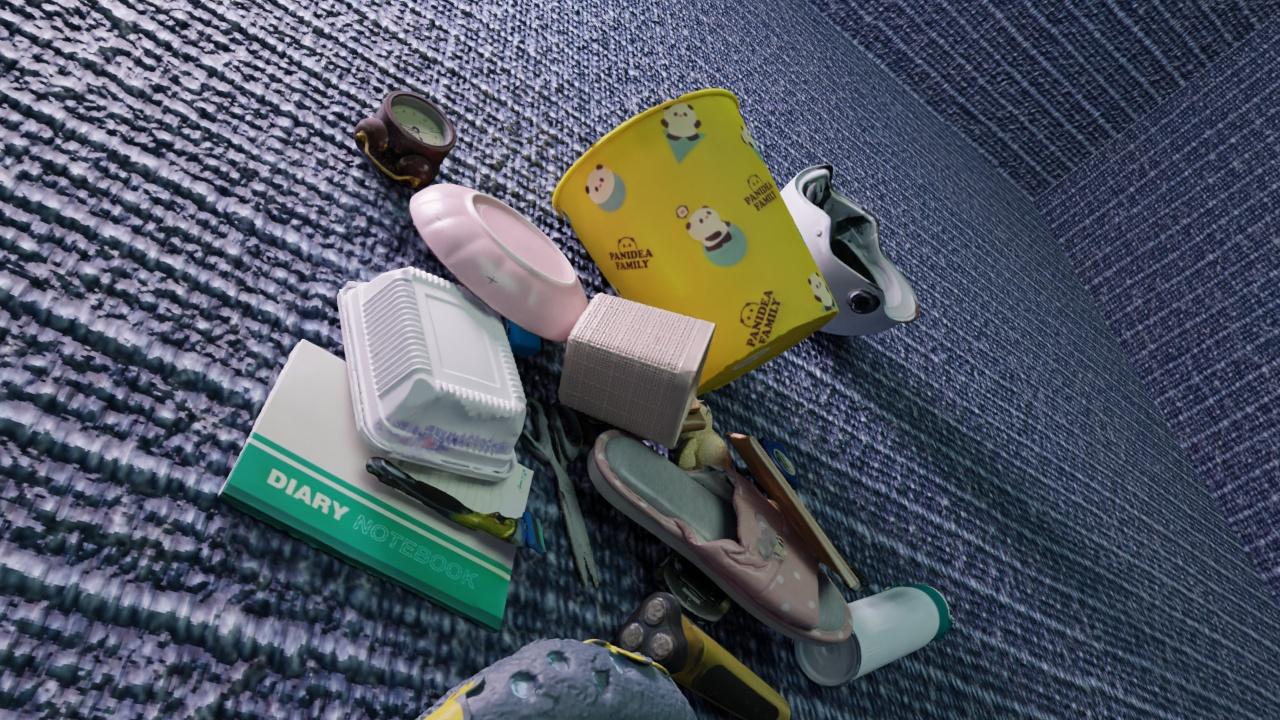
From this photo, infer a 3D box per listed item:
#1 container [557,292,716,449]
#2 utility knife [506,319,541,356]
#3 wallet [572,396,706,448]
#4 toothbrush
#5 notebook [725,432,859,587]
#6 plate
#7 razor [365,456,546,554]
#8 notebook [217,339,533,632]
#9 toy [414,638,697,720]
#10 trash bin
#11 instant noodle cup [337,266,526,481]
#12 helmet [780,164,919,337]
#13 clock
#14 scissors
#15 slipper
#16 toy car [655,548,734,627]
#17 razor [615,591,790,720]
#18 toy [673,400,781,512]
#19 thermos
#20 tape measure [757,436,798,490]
[{"bbox_3d":[-0.005,0.005,0.792,0.111,0.090,0.090,19,40,7],"label":"container"},{"bbox_3d":[-0.118,-0.081,0.897,0.034,0.018,0.202,24,38,-33],"label":"utility knife"},{"bbox_3d":[-0.005,0.037,0.850,0.115,0.033,0.090,-6,50,-26],"label":"wallet"},{"bbox_3d":[0.175,0.178,0.976,0.181,0.018,0.015,46,17,0],"label":"toothbrush"},{"bbox_3d":[0.135,0.130,0.862,0.149,0.012,0.211,54,-2,3],"label":"notebook"},{"bbox_3d":[-0.115,-0.096,0.819,0.192,0.039,0.192,39,17,-14],"label":"plate"},{"bbox_3d":[-0.132,0.104,0.654,0.142,0.022,0.042,30,13,-25],"label":"razor"},{"bbox_3d":[-0.174,0.088,0.654,0.209,0.012,0.150,34,35,-23],"label":"notebook"},{"bbox_3d":[-0.035,0.248,0.576,0.356,0.092,0.137,20,54,-34],"label":"toy"},{"bbox_3d":[0.067,-0.113,0.977,0.229,0.230,0.255,-17,75,-56],"label":"trash bin"},{"bbox_3d":[-0.152,0.001,0.709,0.138,0.060,0.173,21,36,-42],"label":"instant noodle cup"},{"bbox_3d":[0.261,-0.130,1.289,0.258,0.146,0.228,43,32,-24],"label":"helmet"},{"bbox_3d":[-0.223,-0.204,0.866,0.082,0.055,0.121,39,34,-15],"label":"clock"},{"bbox_3d":[-0.057,0.105,0.774,0.173,0.014,0.142,49,33,1],"label":"scissors"},{"bbox_3d":[0.076,0.142,0.775,0.274,0.055,0.114,36,28,-5],"label":"slipper"},{"bbox_3d":[0.056,0.177,0.801,0.070,0.042,0.157,42,26,6],"label":"toy car"},{"bbox_3d":[0.056,0.247,0.723,0.167,0.062,0.067,40,1,-23],"label":"razor"},{"bbox_3d":[0.073,0.100,0.880,0.157,0.066,0.105,48,20,19],"label":"toy"},{"bbox_3d":[0.237,0.264,0.911,0.223,0.073,0.073,3,53,-49],"label":"thermos"},{"bbox_3d":[0.145,0.113,0.995,0.054,0.025,0.058,26,30,-47],"label":"tape measure"}]
